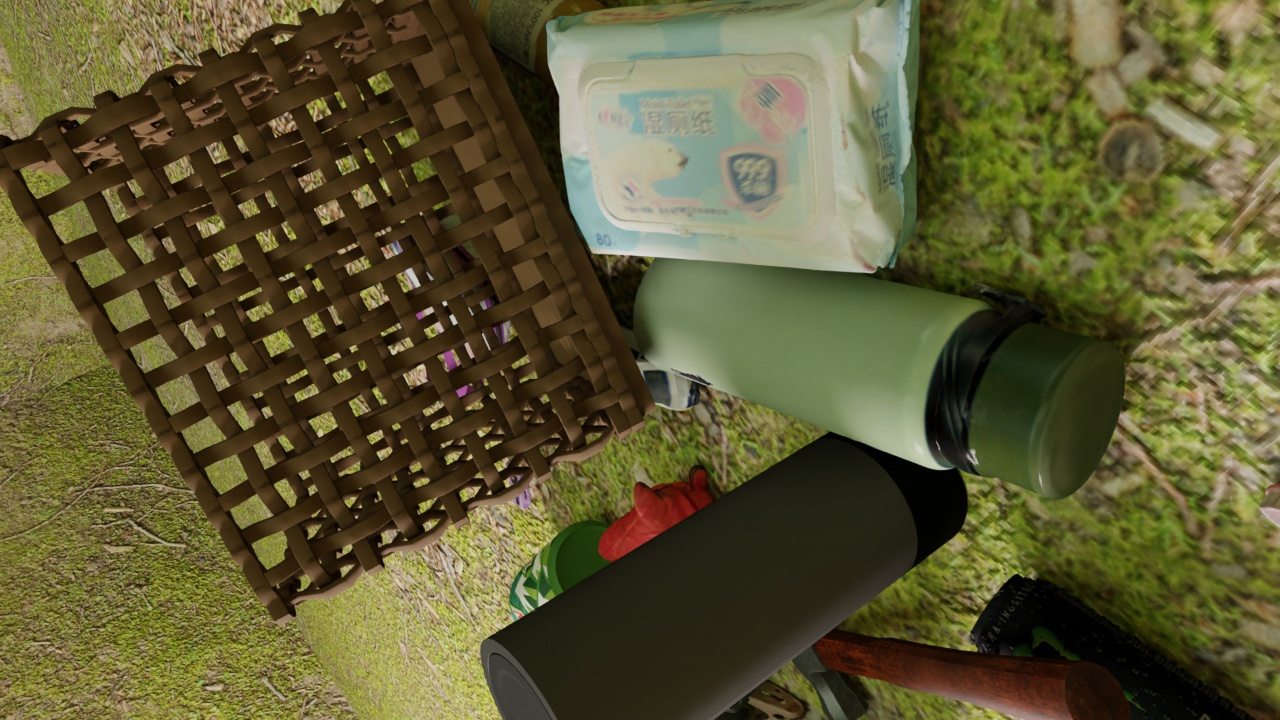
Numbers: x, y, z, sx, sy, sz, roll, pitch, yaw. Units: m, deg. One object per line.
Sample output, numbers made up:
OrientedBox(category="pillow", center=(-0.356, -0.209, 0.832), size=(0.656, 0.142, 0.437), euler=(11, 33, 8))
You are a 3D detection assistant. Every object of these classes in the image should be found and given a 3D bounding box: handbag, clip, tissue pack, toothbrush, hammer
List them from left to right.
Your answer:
OrientedBox(category="handbag", center=(-0.155, -0.031, 0.756), size=(0.144, 0.067, 0.170), euler=(43, 143, 28))
OrientedBox(category="clip", center=(-0.121, 0.117, 0.887), size=(0.041, 0.014, 0.052), euler=(42, 141, 26))
OrientedBox(category="tissue pack", center=(0.035, -0.103, 0.414), size=(0.182, 0.069, 0.112), euler=(8, 123, 31))
OrientedBox(category="clip", center=(0.099, 0.265, 0.691), size=(0.060, 0.024, 0.039), euler=(13, 125, 45))
OrientedBox(category="hammer", center=(0.137, 0.158, 0.479), size=(0.111, 0.028, 0.301), euler=(58, 163, 4))
OrientedBox(category="toothbrush", center=(0.279, 0.083, 0.308), size=(0.135, 0.016, 0.022), euler=(36, 142, 34))

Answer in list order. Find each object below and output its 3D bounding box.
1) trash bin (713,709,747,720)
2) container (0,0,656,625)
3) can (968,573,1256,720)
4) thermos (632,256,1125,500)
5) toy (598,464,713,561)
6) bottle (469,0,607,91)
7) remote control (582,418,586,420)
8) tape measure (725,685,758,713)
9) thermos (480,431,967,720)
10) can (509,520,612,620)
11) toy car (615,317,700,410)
OrientedBox(category="trash bin", center=(0.055, 0.396, 0.711), size=(0.220, 0.196, 0.198), euler=(36, 140, 23))
OrientedBox(category="container", center=(-0.162, -0.044, 0.530), size=(0.251, 0.214, 0.220), euler=(65, 168, -15))
OrientedBox(category="can", center=(0.219, 0.154, 0.410), size=(0.138, 0.053, 0.054), euler=(36, 140, 34))
OrientedBox(category="thermos", center=(0.101, -0.006, 0.432), size=(0.232, 0.082, 0.082), euler=(20, 130, 46))
OrientedBox(category="toy", center=(0.037, 0.139, 0.631), size=(0.133, 0.087, 0.094), euler=(43, 133, 23))
OrientedBox(category="bottle", center=(-0.057, -0.188, 0.508), size=(0.186, 0.053, 0.053), euler=(37, 142, 16))
OrientedBox(category="remote control", center=(-0.046, -0.011, 0.681), size=(0.032, 0.015, 0.137), euler=(33, 139, 36))
OrientedBox(category="tape measure", center=(0.063, 0.234, 0.682), size=(0.066, 0.058, 0.036), euler=(-15, 103, 55))
OrientedBox(category="thermos", center=(0.049, 0.108, 0.441), size=(0.082, 0.239, 0.082), euler=(38, 141, 39))
OrientedBox(category="can", center=(-0.061, 0.198, 0.802), size=(0.083, 0.082, 0.144), euler=(54, 147, 9))
OrientedBox(category="toy car", center=(-0.004, 0.004, 0.620), size=(0.105, 0.033, 0.048), euler=(20, 131, 47))
